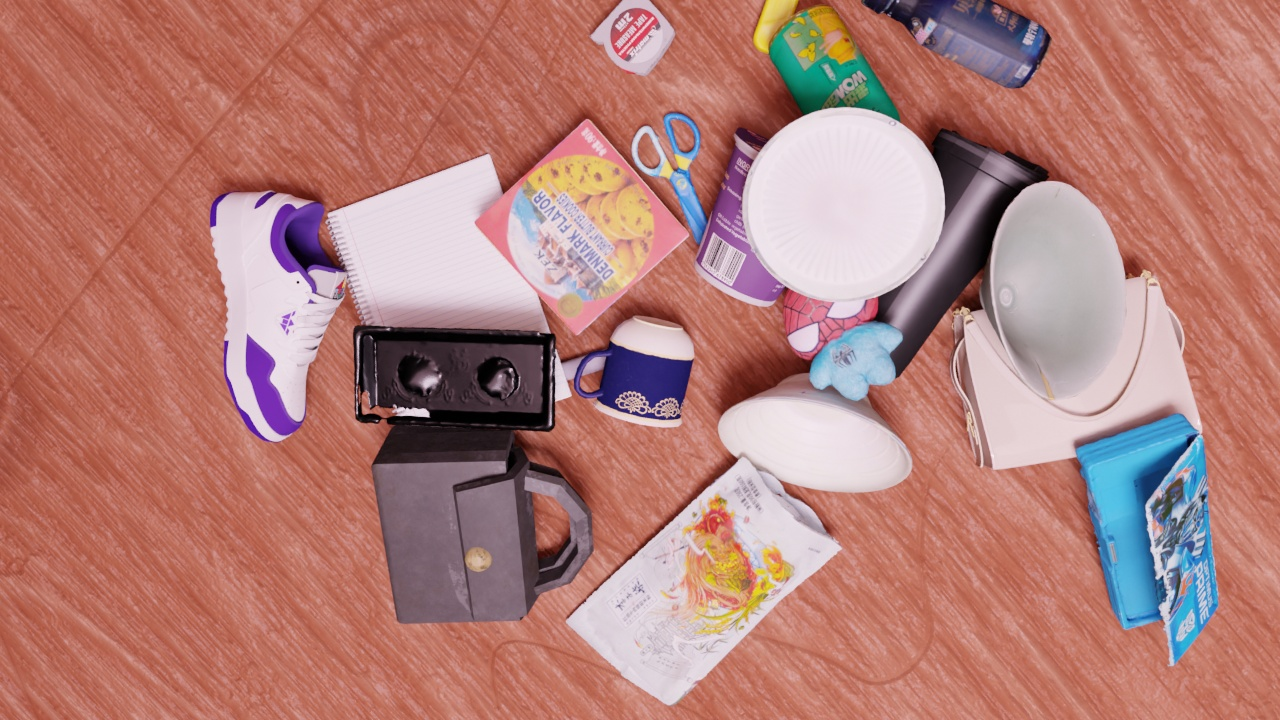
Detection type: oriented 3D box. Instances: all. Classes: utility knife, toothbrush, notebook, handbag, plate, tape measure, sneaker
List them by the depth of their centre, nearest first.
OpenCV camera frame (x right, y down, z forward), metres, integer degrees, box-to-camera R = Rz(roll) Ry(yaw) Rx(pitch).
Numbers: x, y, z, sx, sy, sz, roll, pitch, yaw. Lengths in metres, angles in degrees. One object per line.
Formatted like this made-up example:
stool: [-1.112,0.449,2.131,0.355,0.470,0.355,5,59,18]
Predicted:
plate: [0.160,-0.122,0.731,0.157,0.014,0.157,6,114,14]
utility knife: [0.142,-0.364,0.807,0.029,0.020,0.188,20,104,2]
handbag: [0.376,-0.016,0.822,0.195,0.101,0.198,-12,88,8]
tape measure: [-0.005,-0.296,0.836,0.062,0.020,0.060,45,102,-4]
sneaker: [-0.334,-0.046,0.888,0.111,0.091,0.244,-6,94,10]
handbag: [-0.145,0.170,0.893,0.199,0.102,0.197,-2,113,1]
notebook: [-0.190,-0.054,0.899,0.178,0.013,0.245,-18,93,9]
toothbrush: [-0.118,0.024,0.914,0.188,0.018,0.019,-17,97,9]

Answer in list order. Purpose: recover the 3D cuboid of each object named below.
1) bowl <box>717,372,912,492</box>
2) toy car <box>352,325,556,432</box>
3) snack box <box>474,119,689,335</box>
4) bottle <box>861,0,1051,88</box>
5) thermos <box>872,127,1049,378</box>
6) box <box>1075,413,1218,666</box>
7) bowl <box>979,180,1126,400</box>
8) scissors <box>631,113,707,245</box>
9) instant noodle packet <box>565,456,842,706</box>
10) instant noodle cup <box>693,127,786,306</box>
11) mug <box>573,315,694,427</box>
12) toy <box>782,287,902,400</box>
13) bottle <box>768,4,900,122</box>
bowl: [0.164,0.058,0.847,0.177,0.177,0.057,17,62,3]
toy car: [-0.166,0.014,0.862,0.192,0.071,0.094,1,95,7]
snack box: [-0.054,-0.123,0.859,0.145,0.040,0.142,-42,95,4]
bottle: [0.269,-0.291,0.789,0.161,0.056,0.056,27,103,1]
thermos: [0.257,-0.092,0.812,0.106,0.105,0.219,30,108,0]
box: [0.456,0.165,0.795,0.092,0.085,0.243,-22,125,13]
bowl: [0.321,-0.056,0.761,0.174,0.068,0.174,1,89,-30]
scissors: [0.044,-0.168,0.861,0.070,0.022,0.130,-27,93,11]
instant noodle packet: [0.060,0.229,0.921,0.147,0.057,0.270,42,108,-1]
instant noodle cup: [0.107,-0.125,0.823,0.137,0.121,0.122,48,120,41]
mug: [-0.005,0.005,0.860,0.111,0.086,0.089,9,101,-21]
toy: [0.169,-0.028,0.785,0.092,0.062,0.132,-42,54,31]
bottle: [0.183,-0.198,0.775,0.068,0.068,0.209,-28,74,11]
